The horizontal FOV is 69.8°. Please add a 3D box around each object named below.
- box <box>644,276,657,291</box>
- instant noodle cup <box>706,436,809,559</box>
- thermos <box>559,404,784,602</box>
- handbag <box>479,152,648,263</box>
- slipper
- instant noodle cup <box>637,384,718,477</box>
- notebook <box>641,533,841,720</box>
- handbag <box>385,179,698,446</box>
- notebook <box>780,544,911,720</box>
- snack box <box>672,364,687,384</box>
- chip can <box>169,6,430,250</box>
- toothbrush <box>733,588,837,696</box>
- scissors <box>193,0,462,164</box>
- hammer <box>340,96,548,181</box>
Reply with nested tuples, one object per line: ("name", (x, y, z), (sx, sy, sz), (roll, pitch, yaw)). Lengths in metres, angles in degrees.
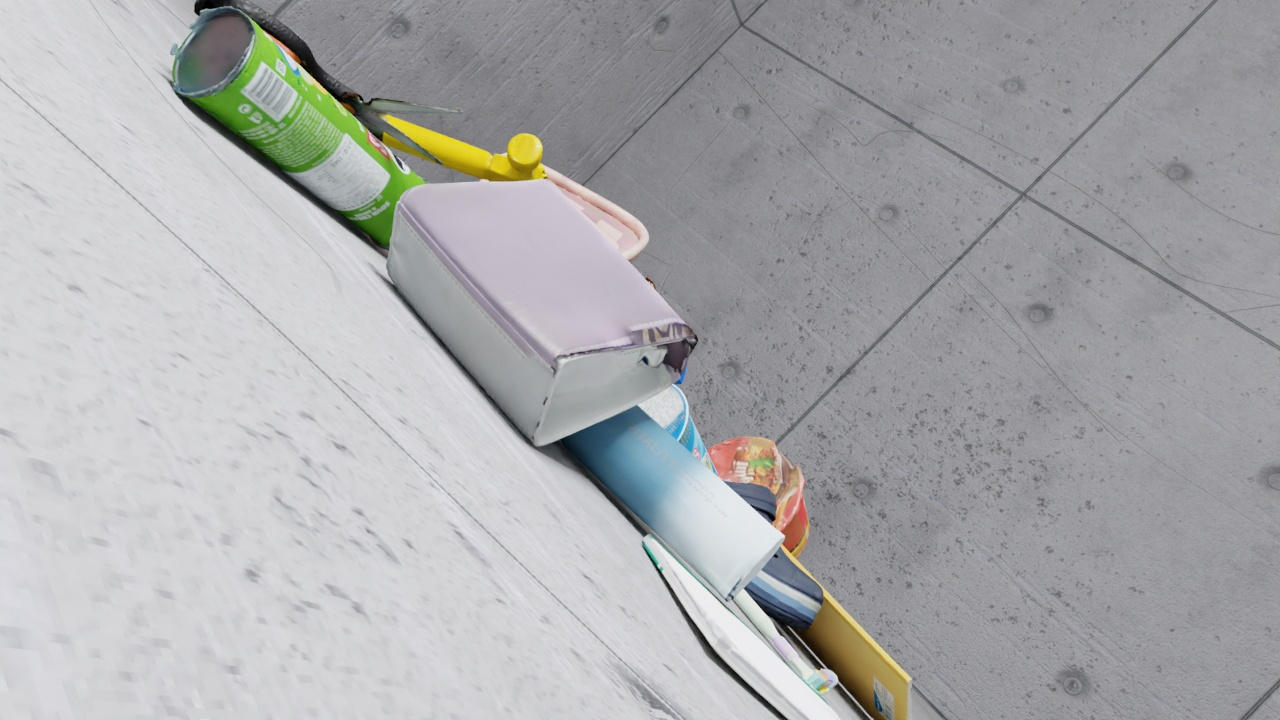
("box", (-0.005, 0.005, 0.888), (0.091, 0.078, 0.168), (-15, 93, -66))
("instant noodle cup", (0.124, 0.171, 1.030), (0.138, 0.138, 0.108), (44, -10, 41))
("thermos", (0.006, 0.082, 0.691), (0.220, 0.070, 0.070), (42, -1, 17))
("handbag", (-0.105, -0.128, 0.957), (0.193, 0.093, 0.233), (30, 21, 1))
("slipper", (0.091, 0.158, 0.903), (0.253, 0.095, 0.105), (40, 0, 35))
("instant noodle cup", (0.018, 0.086, 0.798), (0.099, 0.099, 0.110), (44, -7, 49))
("notebook", (0.090, 0.206, 0.596), (0.209, 0.012, 0.150), (46, -2, -18))
("handbag", (-0.073, -0.044, 0.664), (0.197, 0.144, 0.099), (46, -43, 28))
("notebook", (0.193, 0.278, 0.905), (0.206, 0.010, 0.146), (44, -24, 46))
("snack box", (-0.047, -0.002, 0.810), (0.157, 0.026, 0.084), (-7, -35, 32))
("chip can", (-0.243, -0.164, 0.697), (0.072, 0.072, 0.236), (45, 0, 26))
("toothbrush", (0.097, 0.212, 0.778), (0.189, 0.029, 0.020), (42, -44, 50))
("scissors", (-0.248, -0.213, 0.711), (0.233, 0.021, 0.221), (8, -15, 22))
("hammer", (-0.226, -0.204, 0.813), (0.301, 0.032, 0.129), (20, -17, -2))
